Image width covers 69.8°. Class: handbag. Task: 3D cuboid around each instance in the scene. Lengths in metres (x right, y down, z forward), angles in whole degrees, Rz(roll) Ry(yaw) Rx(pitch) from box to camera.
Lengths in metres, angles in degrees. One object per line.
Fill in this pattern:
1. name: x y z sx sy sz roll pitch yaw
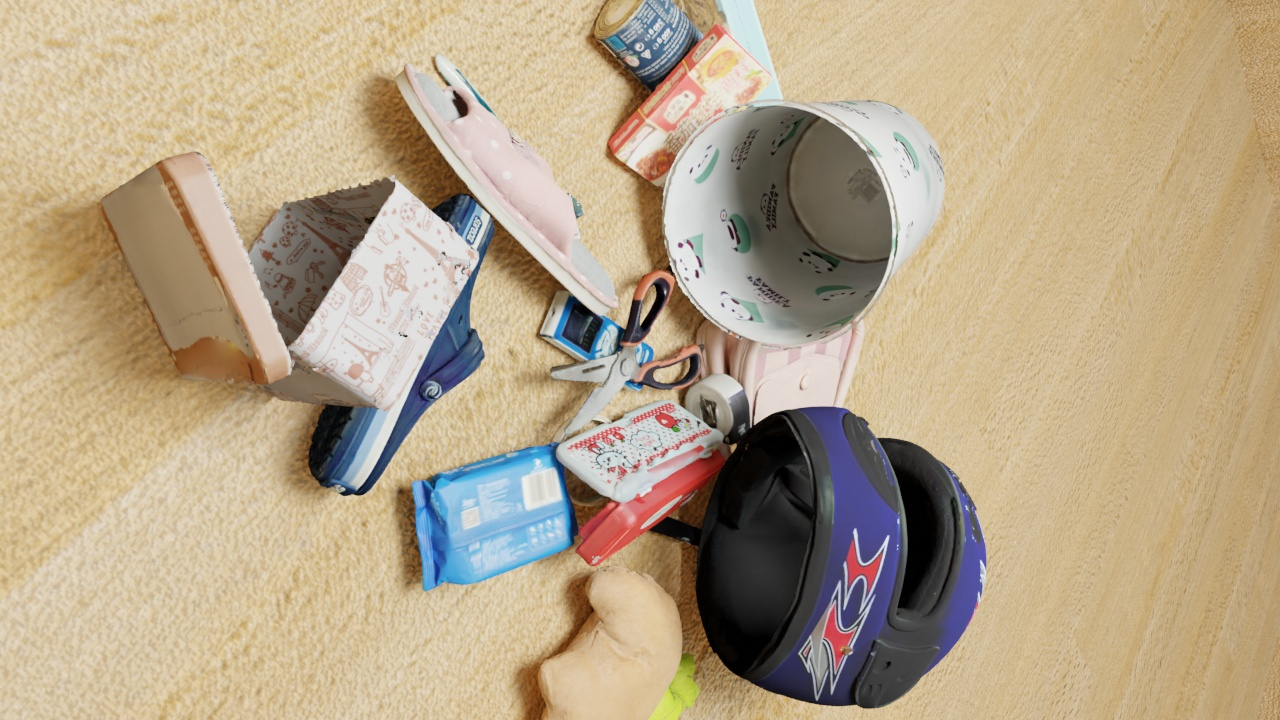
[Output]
1. handbag: 0.156 0.052 1.013 0.192 0.093 0.234 -10 104 -40

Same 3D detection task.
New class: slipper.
1. slipper: -0.095 -0.142 0.767 0.054 0.114 0.274 -37 124 8
2. slipper: -0.163 -0.010 0.702 0.095 0.105 0.252 33 70 -32

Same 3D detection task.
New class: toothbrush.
1. toothbrush: -0.112 -0.193 0.808 0.191 0.018 0.016 47 60 -31

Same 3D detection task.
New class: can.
1. can: 0.017 -0.305 0.884 0.111 0.075 0.075 36 67 -35

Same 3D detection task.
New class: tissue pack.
1. tissue pack: -0.122 0.129 0.774 0.156 0.052 0.095 -13 96 -41

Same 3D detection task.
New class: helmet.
1. helmet: 0.203 0.181 0.871 0.240 0.247 0.316 2 133 -18

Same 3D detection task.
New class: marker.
1. marker: 0.047 0.177 0.947 0.132 0.020 0.022 27 68 -39

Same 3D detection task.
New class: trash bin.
1. trash bin: 0.182 -0.158 0.924 0.251 0.230 0.229 -33 111 -52

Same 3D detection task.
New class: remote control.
1. remote control: -0.039 -0.016 0.867 0.125 0.024 0.049 34 67 -38

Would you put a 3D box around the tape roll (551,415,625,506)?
1. tape roll: -0.049 0.093 0.865 0.085 0.014 0.086 1 89 -42

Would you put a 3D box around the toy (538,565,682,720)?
1. toy: -0.042 0.298 0.833 0.143 0.083 0.225 45 64 -26

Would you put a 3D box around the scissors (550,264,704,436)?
1. scissors: -0.004 -0.005 0.868 0.189 0.015 0.225 41 61 -43

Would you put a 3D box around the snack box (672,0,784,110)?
1. snack box: 0.083 -0.326 0.944 0.051 0.074 0.175 -35 112 -37

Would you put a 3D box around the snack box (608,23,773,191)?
1. snack box: 0.047 -0.238 0.878 0.075 0.153 0.025 28 28 -39

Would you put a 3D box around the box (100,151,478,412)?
1. box: -0.247 -0.060 0.582 0.185 0.183 0.154 43 62 -36

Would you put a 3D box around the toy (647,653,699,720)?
1. toy: 0.022 0.342 0.916 0.099 0.031 0.097 -17 102 -45

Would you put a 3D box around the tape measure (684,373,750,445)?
1. tape measure: 0.077 0.048 0.938 0.033 0.066 0.066 -28 120 -42

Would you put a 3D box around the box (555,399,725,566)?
1. box: -0.004 0.099 0.855 0.101 0.095 0.201 48 30 13
